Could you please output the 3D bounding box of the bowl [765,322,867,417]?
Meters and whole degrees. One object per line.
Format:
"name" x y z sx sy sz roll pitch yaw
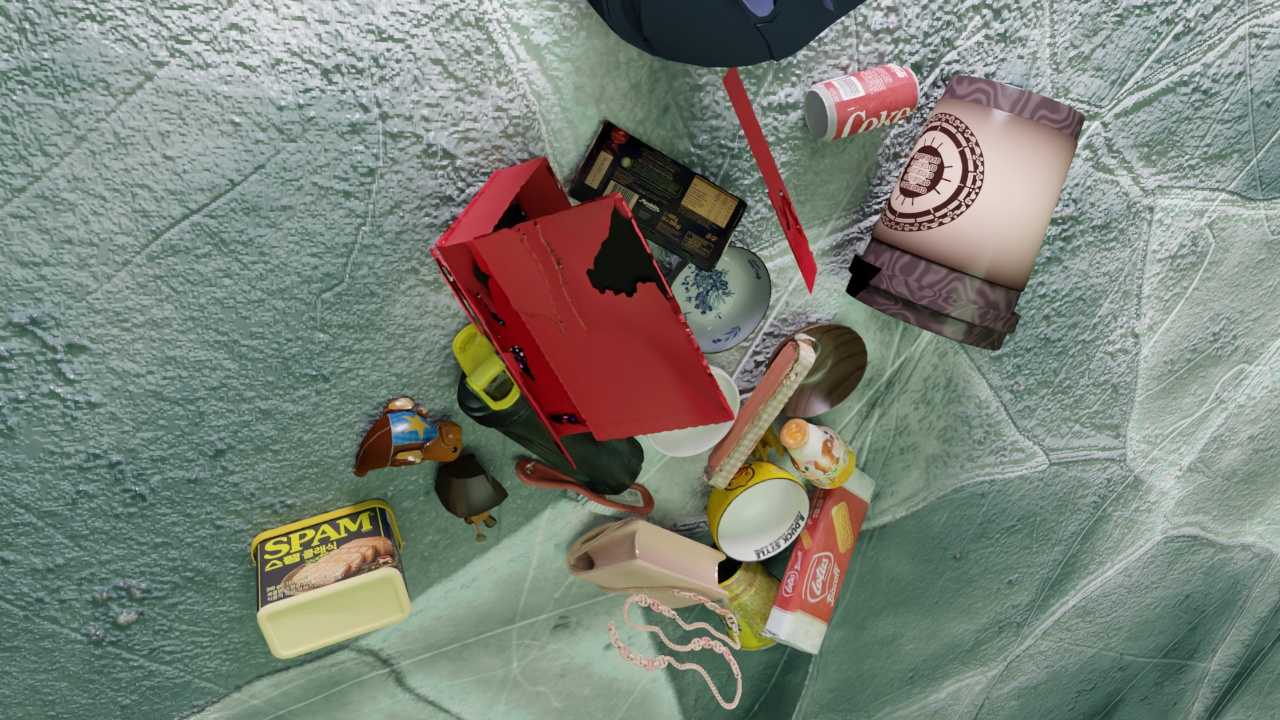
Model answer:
"bowl" 0.185 0.004 0.996 0.119 0.032 0.119 -8 124 -13

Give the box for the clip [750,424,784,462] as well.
"clip" 0.133 0.093 1.026 0.045 0.054 0.049 7 142 -48

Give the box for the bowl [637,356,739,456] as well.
"bowl" 0.045 0.043 0.950 0.104 0.054 0.105 -9 122 -16

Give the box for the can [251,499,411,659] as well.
"can" -0.292 0.206 0.870 0.135 0.104 0.075 -16 123 -14

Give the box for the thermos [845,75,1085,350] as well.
"thermos" 0.318 -0.145 0.893 0.172 0.172 0.226 12 106 -28

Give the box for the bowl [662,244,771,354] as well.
"bowl" 0.068 -0.067 0.899 0.114 0.045 0.114 -10 122 -17

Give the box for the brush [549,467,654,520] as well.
"brush" -0.062 0.139 0.973 0.172 0.041 0.030 19 127 -31

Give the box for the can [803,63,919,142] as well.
"can" 0.205 -0.240 0.851 0.096 0.054 0.054 -18 124 -13

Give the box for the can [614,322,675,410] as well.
"can" -0.005 0.005 0.918 0.032 0.032 0.095 35 101 -35

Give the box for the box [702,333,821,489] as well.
"box" 0.127 0.057 0.957 0.078 0.054 0.187 -8 135 -57

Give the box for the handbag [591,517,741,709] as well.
"handbag" 0.000 0.274 0.984 0.117 0.186 0.198 -28 138 35

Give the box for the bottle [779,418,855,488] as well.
"bottle" 0.198 0.102 1.037 0.063 0.063 0.109 -45 134 6

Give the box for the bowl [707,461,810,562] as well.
"bowl" 0.126 0.163 1.046 0.117 0.067 0.117 -10 122 -17

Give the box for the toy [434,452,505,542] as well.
"toy" -0.167 0.140 0.917 0.076 0.062 0.100 6 130 16

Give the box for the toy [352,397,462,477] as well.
"toy" -0.222 0.087 0.875 0.090 0.070 0.103 14 136 -43

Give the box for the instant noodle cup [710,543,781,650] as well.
"instant noodle cup" 0.122 0.276 1.099 0.102 0.102 0.108 -37 117 0

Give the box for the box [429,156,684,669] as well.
"box" -0.065 0.016 0.671 0.107 0.409 0.211 -24 120 8

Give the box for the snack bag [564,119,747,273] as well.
"snack bag" 0.017 -0.144 0.820 0.155 0.018 0.075 28 99 -15

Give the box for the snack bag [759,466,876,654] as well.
"snack bag" 0.213 0.229 1.081 0.077 0.041 0.225 33 72 -35

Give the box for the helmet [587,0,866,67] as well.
"helmet" 0.041 -0.321 0.628 0.224 0.232 0.272 -18 159 32

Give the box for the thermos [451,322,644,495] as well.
"thermos" -0.085 0.053 0.877 0.098 0.098 0.221 -42 129 4
